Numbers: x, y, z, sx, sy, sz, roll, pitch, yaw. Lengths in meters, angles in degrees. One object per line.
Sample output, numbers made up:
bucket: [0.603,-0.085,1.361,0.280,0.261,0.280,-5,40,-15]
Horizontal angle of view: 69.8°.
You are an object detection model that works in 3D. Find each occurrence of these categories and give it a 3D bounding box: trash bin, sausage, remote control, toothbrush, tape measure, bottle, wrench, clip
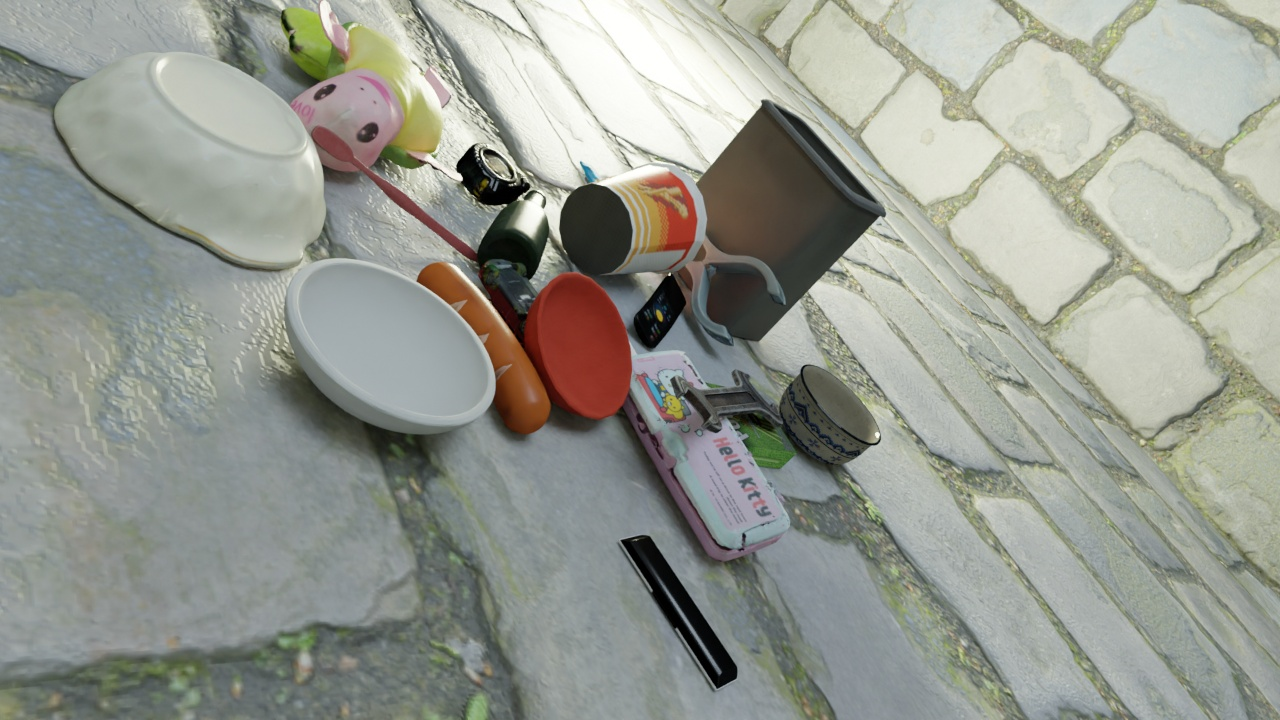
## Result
trash bin: [0.148,-0.166,1.110,0.097,0.220,0.191,8,41,-49]
sausage: [-0.119,-0.012,0.705,0.044,0.039,0.164,-22,64,-34]
remote control: [0.028,0.174,0.651,0.028,0.012,0.124,1,47,-54]
toothbrush: [-0.201,-0.135,0.773,0.184,0.015,0.016,40,-10,-39]
tape measure: [-0.157,-0.188,0.934,0.062,0.038,0.067,54,30,6]
bottle: [-0.113,-0.129,0.882,0.055,0.055,0.173,35,25,-14]
remote control: [0.021,-0.054,0.986,0.041,0.020,0.151,63,23,-13]
wrench: [0.081,0.035,0.811,0.070,0.010,0.273,53,15,13]
clip: [0.070,-0.073,1.051,0.172,0.143,0.029,43,-3,40]

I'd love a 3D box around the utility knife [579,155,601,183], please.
utility knife: [-0.047,-0.208,1.145,0.031,0.015,0.158,21,31,-45]

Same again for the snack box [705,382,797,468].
snack box: [0.082,0.060,0.889,0.147,0.025,0.080,13,38,-45]

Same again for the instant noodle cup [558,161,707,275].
instant noodle cup: [-0.013,-0.146,0.982,0.123,0.124,0.120,49,34,14]

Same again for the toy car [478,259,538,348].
toy car: [-0.104,-0.049,0.783,0.042,0.036,0.091,-14,67,-54]

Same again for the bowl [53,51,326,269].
bowl: [-0.304,-0.162,0.659,0.219,0.060,0.188,51,26,20]

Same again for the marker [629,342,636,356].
marker: [-0.005,0.005,0.860,0.017,0.020,0.133,-1,47,-37]

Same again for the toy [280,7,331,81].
toy: [-0.296,-0.296,0.898,0.115,0.046,0.092,20,33,-51]

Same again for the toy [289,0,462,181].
toy: [-0.236,-0.236,0.837,0.190,0.088,0.237,56,23,-25]

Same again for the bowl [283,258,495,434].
bowl: [-0.171,-0.001,0.611,0.149,0.043,0.149,32,27,-19]

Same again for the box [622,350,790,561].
box: [0.051,0.072,0.775,0.086,0.045,0.202,-13,54,-27]

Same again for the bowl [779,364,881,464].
bowl: [0.200,0.066,1.006,0.115,0.059,0.115,32,27,-19]

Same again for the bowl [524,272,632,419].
bowl: [-0.056,-0.009,0.751,0.122,0.035,0.121,27,56,-49]
